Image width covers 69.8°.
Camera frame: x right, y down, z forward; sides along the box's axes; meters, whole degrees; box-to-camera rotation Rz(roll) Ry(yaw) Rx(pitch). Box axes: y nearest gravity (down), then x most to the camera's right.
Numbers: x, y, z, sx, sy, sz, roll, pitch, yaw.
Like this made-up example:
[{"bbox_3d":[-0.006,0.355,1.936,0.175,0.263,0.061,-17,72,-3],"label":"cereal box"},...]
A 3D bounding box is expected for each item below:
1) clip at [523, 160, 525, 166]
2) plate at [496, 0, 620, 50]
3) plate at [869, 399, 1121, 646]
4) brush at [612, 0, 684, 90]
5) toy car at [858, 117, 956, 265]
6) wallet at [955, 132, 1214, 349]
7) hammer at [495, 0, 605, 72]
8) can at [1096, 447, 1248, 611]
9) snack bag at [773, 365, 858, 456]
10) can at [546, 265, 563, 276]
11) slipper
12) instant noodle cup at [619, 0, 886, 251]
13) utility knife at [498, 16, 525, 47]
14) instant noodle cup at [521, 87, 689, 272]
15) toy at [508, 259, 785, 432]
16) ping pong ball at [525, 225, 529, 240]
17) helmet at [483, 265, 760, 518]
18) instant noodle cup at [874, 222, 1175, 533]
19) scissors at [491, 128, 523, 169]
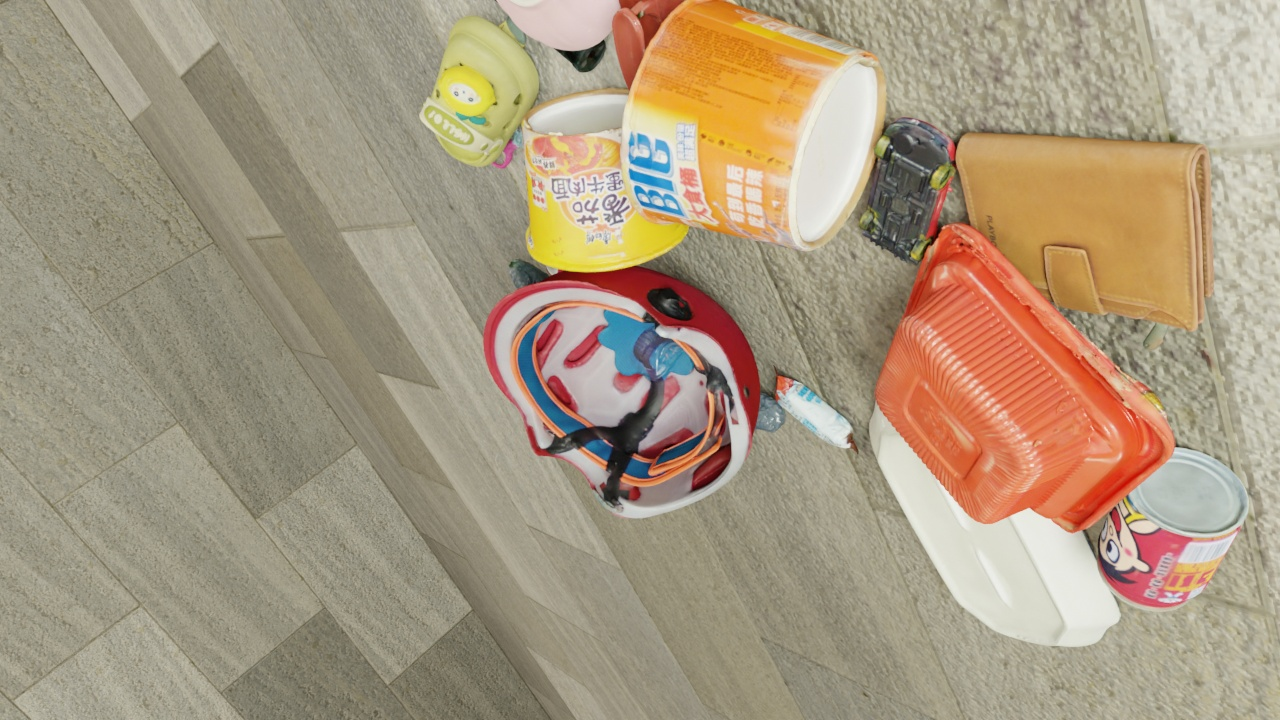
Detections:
[{"bbox_3d":[-0.084,-0.195,0.875,0.058,0.043,0.027,-13,118,45],"label":"clip"},{"bbox_3d":[-0.073,-0.312,0.635,0.192,0.039,0.193,34,136,40],"label":"plate"},{"bbox_3d":[0.271,0.133,0.735,0.162,0.034,0.266,-3,123,59],"label":"plate"},{"bbox_3d":[0.021,-0.197,0.627,0.063,0.069,0.146,28,161,28],"label":"brush"},{"bbox_3d":[0.171,-0.108,0.580,0.049,0.031,0.106,36,154,26],"label":"toy car"},{"bbox_3d":[0.247,-0.070,0.514,0.131,0.035,0.119,21,138,50],"label":"wallet"},{"bbox_3d":[-0.144,-0.341,0.772,0.301,0.032,0.129,43,154,15],"label":"hammer"},{"bbox_3d":[0.328,0.108,0.575,0.066,0.066,0.094,31,149,34],"label":"can"},{"bbox_3d":[0.154,0.047,0.814,0.104,0.026,0.048,40,175,19],"label":"snack bag"},{"bbox_3d":[-0.066,-0.133,0.897,0.053,0.053,0.133,41,152,19],"label":"can"},{"bbox_3d":[-0.157,-0.229,0.853,0.091,0.081,0.191,31,152,-8],"label":"slipper"},{"bbox_3d":[0.075,-0.141,0.570,0.111,0.151,0.151,24,145,28],"label":"instant noodle cup"},{"bbox_3d":[-0.154,-0.273,0.876,0.191,0.020,0.031,-23,106,51],"label":"utility knife"},{"bbox_3d":[-0.034,-0.151,0.743,0.138,0.137,0.110,26,137,41],"label":"instant noodle cup"},{"bbox_3d":[-0.008,0.007,0.951,0.356,0.091,0.138,34,138,26],"label":"toy"},{"bbox_3d":[-0.101,-0.131,0.971,0.040,0.040,0.040,38,151,25],"label":"ping pong ball"},{"bbox_3d":[-0.005,0.005,0.799,0.240,0.143,0.208,41,128,-3],"label":"helmet"},{"bbox_3d":[0.216,0.023,0.574,0.188,0.079,0.165,56,168,27],"label":"instant noodle cup"},{"bbox_3d":[-0.126,-0.228,0.913,0.133,0.017,0.130,6,128,49],"label":"scissors"}]
